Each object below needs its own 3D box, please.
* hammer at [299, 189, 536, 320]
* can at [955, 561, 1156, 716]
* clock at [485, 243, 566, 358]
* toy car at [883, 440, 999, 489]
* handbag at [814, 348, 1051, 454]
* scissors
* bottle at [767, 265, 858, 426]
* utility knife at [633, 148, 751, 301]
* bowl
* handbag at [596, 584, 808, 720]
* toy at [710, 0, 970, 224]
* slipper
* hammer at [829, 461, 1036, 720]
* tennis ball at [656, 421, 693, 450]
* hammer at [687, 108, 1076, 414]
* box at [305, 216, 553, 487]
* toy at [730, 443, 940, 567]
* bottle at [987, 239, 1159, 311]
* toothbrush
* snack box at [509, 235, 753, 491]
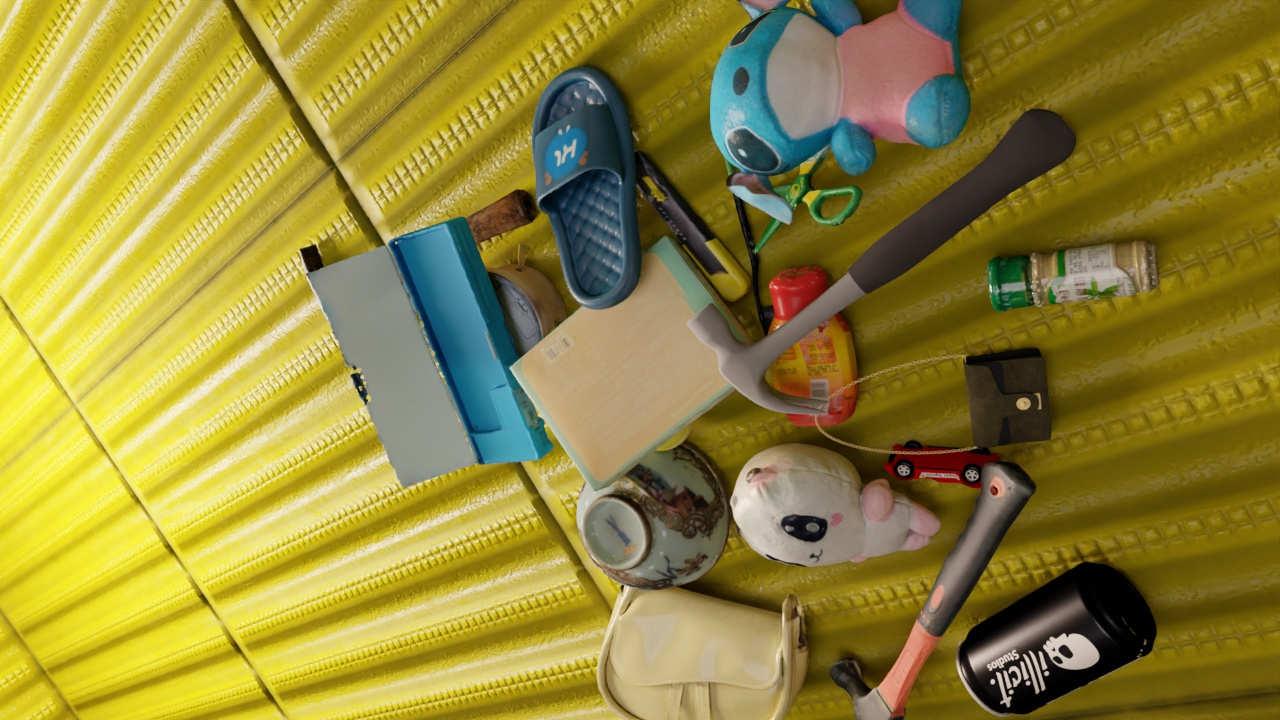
[{"bbox_3d":[-0.240,-0.115,0.969,0.331,0.033,0.120,-19,101,35],"label":"hammer"},{"bbox_3d":[0.340,0.233,0.760,0.080,0.080,0.146,44,127,5],"label":"can"},{"bbox_3d":[-0.143,-0.032,0.932,0.158,0.058,0.117,-37,91,37],"label":"clock"},{"bbox_3d":[0.253,0.088,0.768,0.090,0.038,0.025,1,116,30],"label":"toy car"},{"bbox_3d":[0.231,0.039,0.738,0.178,0.027,0.084,-8,109,18],"label":"handbag"},{"bbox_3d":[0.127,-0.141,0.727,0.127,0.011,0.123,9,86,53],"label":"scissors"},{"bbox_3d":[0.143,-0.013,0.778,0.072,0.048,0.134,-3,111,30],"label":"bottle"},{"bbox_3d":[0.035,-0.124,0.809,0.174,0.020,0.029,51,126,2],"label":"utility knife"},{"bbox_3d":[-0.002,0.157,0.895,0.160,0.093,0.160,5,100,29],"label":"bowl"},{"bbox_3d":[0.063,0.310,0.960,0.233,0.088,0.191,6,112,28],"label":"handbag"},{"bbox_3d":[0.136,-0.212,0.659,0.192,0.098,0.224,-4,81,28],"label":"toy"},{"bbox_3d":[-0.054,-0.149,0.796,0.104,0.059,0.213,-13,83,36],"label":"slipper"},{"bbox_3d":[0.252,0.217,0.782,0.133,0.033,0.334,-123,36,-48],"label":"hammer"},{"bbox_3d":[0.018,0.053,0.874,0.065,0.065,0.065,13,119,25],"label":"tennis ball"},{"bbox_3d":[0.186,-0.071,0.699,0.312,0.029,0.125,-39,92,24],"label":"hammer"},{"bbox_3d":[-0.200,-0.005,0.907,0.176,0.059,0.243,-14,105,19],"label":"box"},{"bbox_3d":[0.169,0.134,0.809,0.179,0.101,0.139,13,142,6],"label":"toy"},{"bbox_3d":[0.310,-0.061,0.661,0.110,0.042,0.043,-5,110,31],"label":"bottle"},{"bbox_3d":[0.094,-0.105,0.786,0.017,0.014,0.188,-10,108,20],"label":"toothbrush"},{"bbox_3d":[-0.005,0.005,0.823,0.194,0.044,0.141,-39,78,15],"label":"snack box"}]
